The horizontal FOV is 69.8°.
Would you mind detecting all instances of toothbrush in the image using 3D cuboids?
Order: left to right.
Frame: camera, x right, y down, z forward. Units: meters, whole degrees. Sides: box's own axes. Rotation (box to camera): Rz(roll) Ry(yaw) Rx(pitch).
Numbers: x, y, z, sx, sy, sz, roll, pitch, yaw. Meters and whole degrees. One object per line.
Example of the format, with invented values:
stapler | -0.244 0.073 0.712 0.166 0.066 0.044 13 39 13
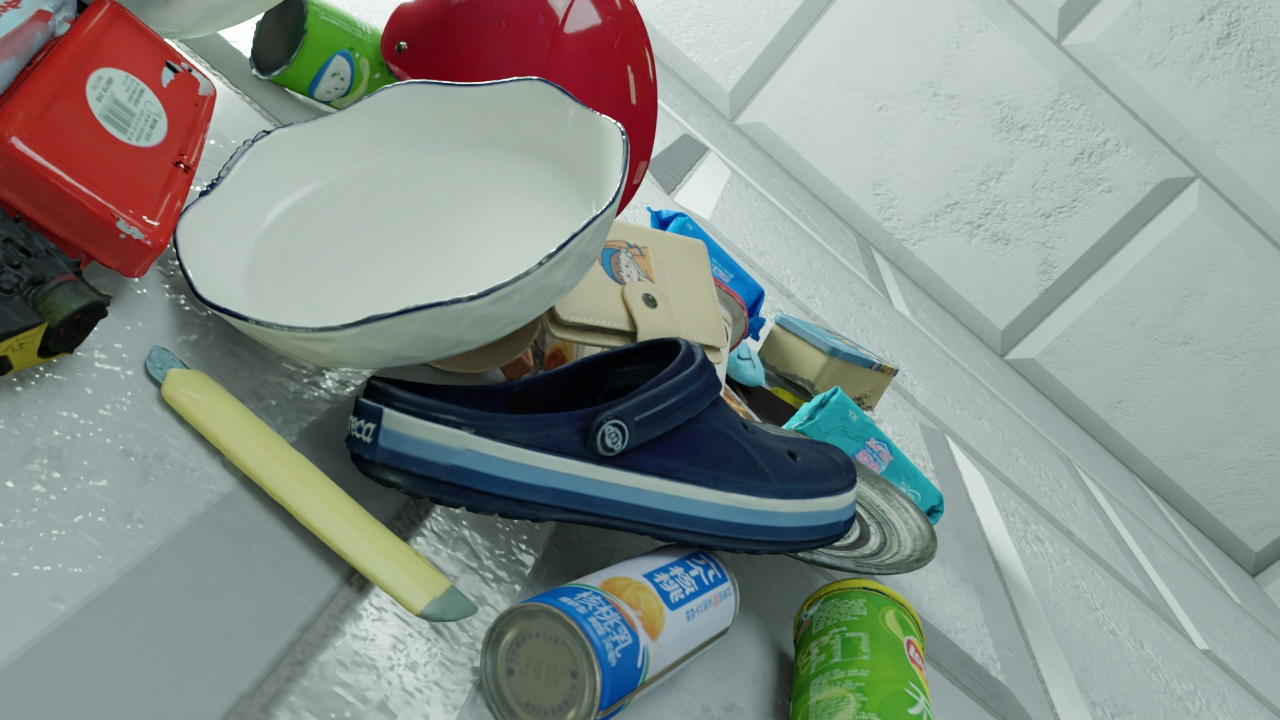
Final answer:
toothbrush | 0.188 0.050 0.927 0.190 0.017 0.015 19 29 -46

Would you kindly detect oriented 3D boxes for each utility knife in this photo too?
utility knife | -0.130 0.046 0.354 0.167 0.018 0.031 44 16 3

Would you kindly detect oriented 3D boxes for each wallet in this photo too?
wallet | -0.005 -0.039 0.490 0.115 0.024 0.087 9 59 -36
wallet | 0.125 0.052 0.807 0.122 0.020 0.096 31 17 -23

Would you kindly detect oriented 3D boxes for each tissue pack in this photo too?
tissue pack | 0.060 -0.080 0.884 0.157 0.052 0.095 46 -3 11
tissue pack | 0.165 0.088 0.703 0.133 0.050 0.093 47 -15 11

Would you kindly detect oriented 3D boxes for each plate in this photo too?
plate | -0.106 -0.069 0.432 0.204 0.204 0.046 -115 -169 -47
plate | 0.099 0.088 0.582 0.179 0.024 0.179 17 18 -6

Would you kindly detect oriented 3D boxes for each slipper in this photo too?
slipper | -0.008 0.032 0.434 0.252 0.095 0.105 11 4 -29

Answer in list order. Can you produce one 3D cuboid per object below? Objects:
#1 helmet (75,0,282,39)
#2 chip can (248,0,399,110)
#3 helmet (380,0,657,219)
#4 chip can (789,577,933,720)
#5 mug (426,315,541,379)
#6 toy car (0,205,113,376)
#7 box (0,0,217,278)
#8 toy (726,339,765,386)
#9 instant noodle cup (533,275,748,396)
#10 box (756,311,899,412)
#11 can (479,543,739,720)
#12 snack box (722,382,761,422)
helmet | -0.252 -0.276 0.531 0.146 0.230 0.258 48 35 -35
chip can | -0.177 -0.207 0.710 0.235 0.072 0.072 14 33 -52
helmet | -0.059 -0.202 0.688 0.206 0.144 0.240 -47 116 -53
chip can | 0.100 0.183 0.412 0.072 0.073 0.220 41 20 -1
mug | -0.095 -0.045 0.531 0.114 0.082 0.105 61 5 -36
toy car | -0.227 -0.015 0.265 0.071 0.041 0.155 40 18 -5
box | -0.270 -0.120 0.398 0.161 0.059 0.201 25 25 -30
toy | 0.040 -0.044 0.798 0.161 0.050 0.156 33 11 -39
instant noodle cup | -0.003 0.003 0.555 0.116 0.117 0.124 33 34 -22
box | 0.189 0.004 0.937 0.090 0.062 0.184 35 11 32
can | -0.006 0.113 0.389 0.053 0.053 0.134 49 21 19
snack box | 0.079 0.066 0.680 0.153 0.026 0.075 48 21 18
